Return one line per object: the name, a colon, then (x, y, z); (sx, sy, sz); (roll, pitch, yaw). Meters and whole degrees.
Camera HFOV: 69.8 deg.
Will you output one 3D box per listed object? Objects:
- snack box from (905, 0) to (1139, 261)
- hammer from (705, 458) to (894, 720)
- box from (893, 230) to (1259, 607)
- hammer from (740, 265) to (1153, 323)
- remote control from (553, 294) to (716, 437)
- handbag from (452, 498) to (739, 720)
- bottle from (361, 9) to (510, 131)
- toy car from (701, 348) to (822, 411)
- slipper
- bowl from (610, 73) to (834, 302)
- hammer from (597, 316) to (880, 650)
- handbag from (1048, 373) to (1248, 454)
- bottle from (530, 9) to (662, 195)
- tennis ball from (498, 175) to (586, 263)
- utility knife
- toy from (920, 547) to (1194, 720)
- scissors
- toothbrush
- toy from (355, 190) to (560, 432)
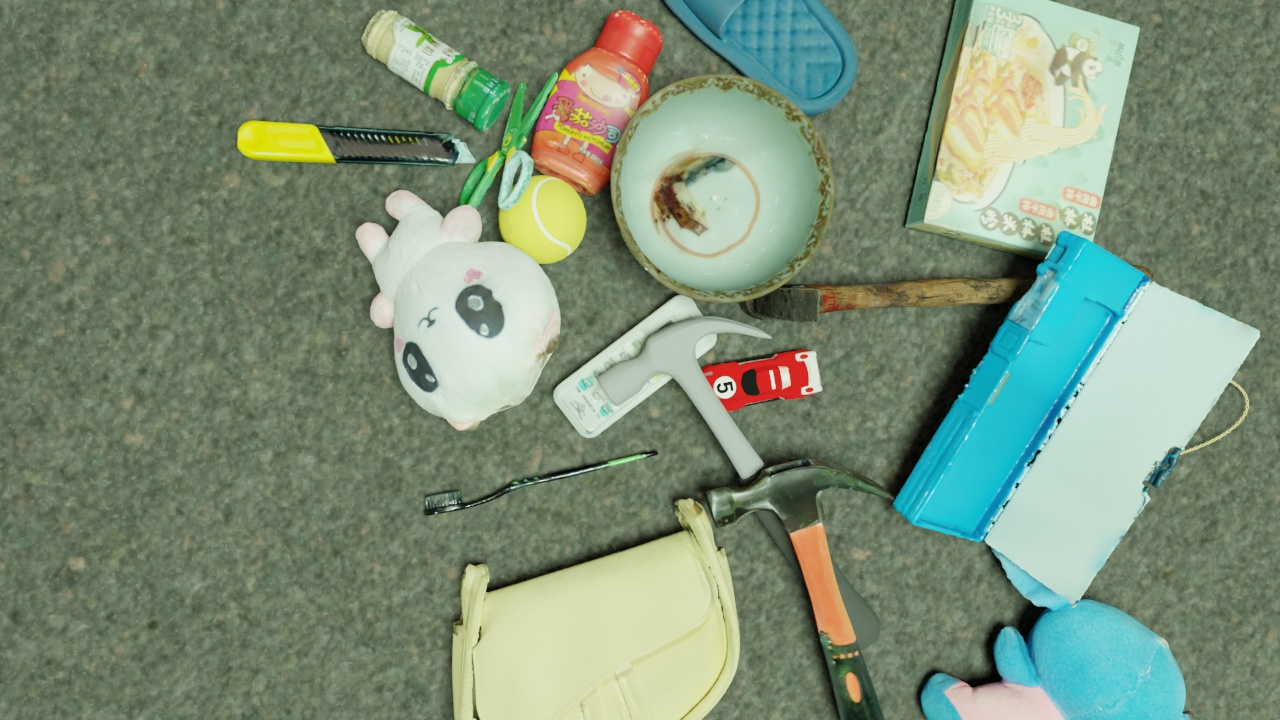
snack box: (0.304, -0.186, 0.733); (0.141, 0.044, 0.193); (12, 90, -8)
hammer: (0.159, 0.232, 0.719); (0.133, 0.033, 0.333); (-18, 104, -2)
box: (0.314, 0.046, 0.677); (0.114, 0.113, 0.244); (18, 106, -31)
hammer: (0.253, -0.053, 0.710); (0.330, 0.120, 0.033); (-4, 99, -12)
remote control: (-0.004, 0.004, 0.718); (0.133, 0.022, 0.050); (-37, 95, -4)
handbag: (-0.032, 0.224, 0.693); (0.232, 0.088, 0.191); (-17, 91, -5)
bottle: (-0.153, -0.218, 0.686); (0.110, 0.042, 0.042); (33, 88, -5)
toy car: (0.095, 0.016, 0.728); (0.089, 0.025, 0.038); (-10, 93, -6)
slipper: (0.084, -0.279, 0.700); (0.104, 0.059, 0.213); (-40, 97, -1)
bowl: (0.052, -0.121, 0.684); (0.160, 0.094, 0.160); (0, 92, -6)
hammer: (0.102, 0.102, 0.715); (0.125, 0.029, 0.311); (-34, 102, 1)
handbag: (0.427, 0.043, 0.765); (0.178, 0.027, 0.084); (-3, 92, -8)
bottle: (-0.030, -0.196, 0.696); (0.071, 0.048, 0.134); (26, 89, -5)
tennis ball: (-0.073, -0.105, 0.686); (0.065, 0.065, 0.065); (0, 92, -6)
utility knife: (-0.212, -0.161, 0.692); (0.174, 0.020, 0.029); (2, 92, -5)
toy: (0.324, 0.263, 0.734); (0.191, 0.099, 0.224); (-35, 88, 7)
scissors: (-0.091, -0.159, 0.675); (0.012, 0.112, 0.131); (29, 97, -38)
toothbrush: (-0.078, 0.092, 0.719); (0.188, 0.014, 0.017); (-14, 86, -6)
toy: (-0.136, -0.043, 0.667); (0.139, 0.101, 0.179); (-41, 87, 19)
